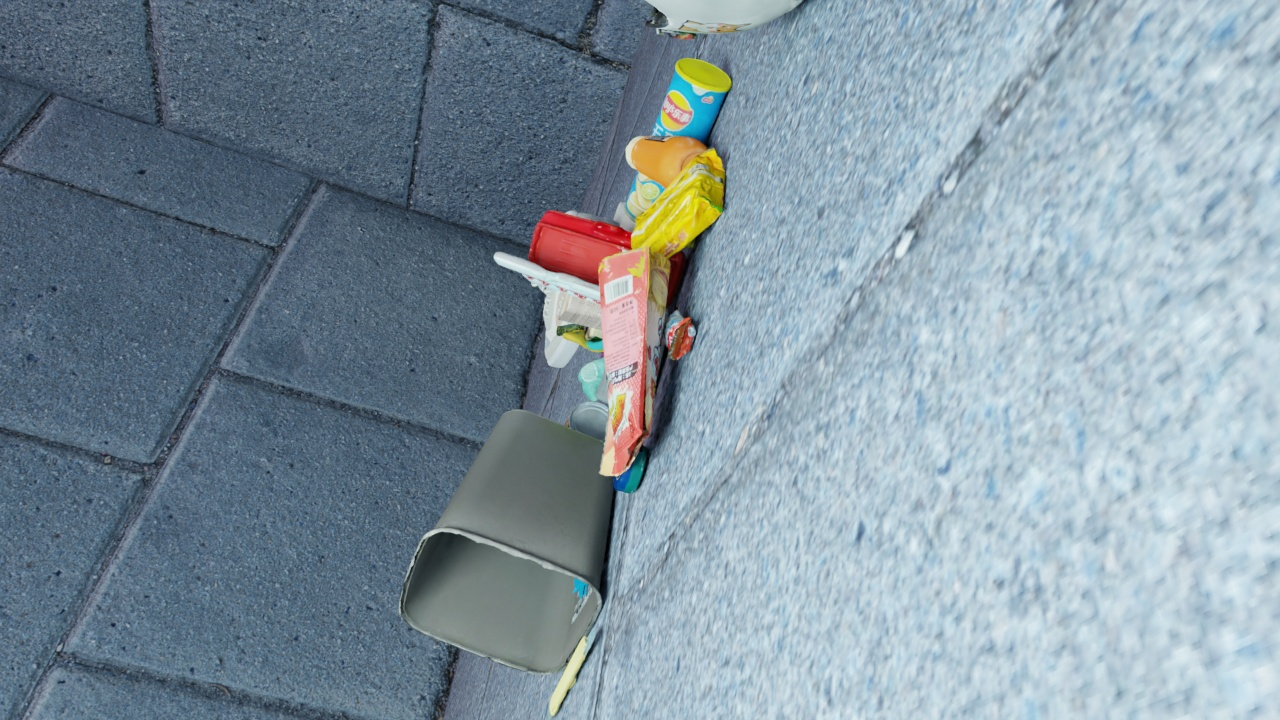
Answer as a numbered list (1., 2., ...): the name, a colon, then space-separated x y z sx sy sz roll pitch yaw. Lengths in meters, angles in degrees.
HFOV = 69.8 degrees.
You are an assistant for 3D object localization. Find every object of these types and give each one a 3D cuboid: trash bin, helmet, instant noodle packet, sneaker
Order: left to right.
1. trash bin: -0.130 0.195 1.033 0.219 0.198 0.200 -73 7 -51
2. sneaker: -0.110 -0.099 1.302 0.089 0.090 0.243 -91 20 -62
3. instant noodle packet: 0.041 -0.156 0.976 0.129 0.044 0.110 -41 28 34
4. helmet: 0.098 -0.389 0.799 0.273 0.157 0.230 -67 -6 -77

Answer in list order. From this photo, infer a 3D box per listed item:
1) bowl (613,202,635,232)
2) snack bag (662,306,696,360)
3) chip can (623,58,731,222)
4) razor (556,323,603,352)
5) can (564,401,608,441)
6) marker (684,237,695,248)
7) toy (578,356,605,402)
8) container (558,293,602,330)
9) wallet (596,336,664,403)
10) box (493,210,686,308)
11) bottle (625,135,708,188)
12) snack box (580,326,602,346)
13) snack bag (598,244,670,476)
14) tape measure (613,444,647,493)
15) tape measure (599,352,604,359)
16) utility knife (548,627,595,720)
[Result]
1. bowl: -0.008 -0.193 1.338 0.116 0.066 0.116 -164 91 -81
2. snack bag: 0.037 -0.027 0.905 0.105 0.026 0.045 -117 39 -80
3. chip can: 0.044 -0.269 1.160 0.071 0.071 0.211 -84 14 -50
4. razor: -0.063 -0.027 1.200 0.133 0.043 0.028 19 113 56
5. can: -0.071 0.104 1.178 0.094 0.066 0.066 118 165 -52
6. marker: 0.063 -0.174 1.059 0.018 0.015 0.123 119 168 -49
7. toy: -0.043 0.003 1.198 0.092 0.030 0.096 -38 40 6
8. container: -0.036 -0.083 1.165 0.090 0.111 0.090 147 140 -76
9. wallet: -0.006 0.006 1.052 0.130 0.037 0.106 -164 90 -70
10. box: -0.058 -0.116 1.049 0.100 0.201 0.094 13 -83 -64
11. bottle: 0.025 -0.238 1.087 0.149 0.066 0.067 35 110 53
12. snack box: -0.047 -0.074 1.367 0.240 0.063 0.114 170 117 -80
13. snack bag: -0.010 0.000 0.893 0.129 0.073 0.207 133 142 -66
14. tape measure: -0.009 0.108 0.934 0.058 0.025 0.054 -170 96 -82
15. tape measure: -0.041 0.011 1.247 0.058 0.039 0.057 118 165 -50
16. utility knife: -0.072 0.320 0.943 0.030 0.019 0.183 -89 12 -46
